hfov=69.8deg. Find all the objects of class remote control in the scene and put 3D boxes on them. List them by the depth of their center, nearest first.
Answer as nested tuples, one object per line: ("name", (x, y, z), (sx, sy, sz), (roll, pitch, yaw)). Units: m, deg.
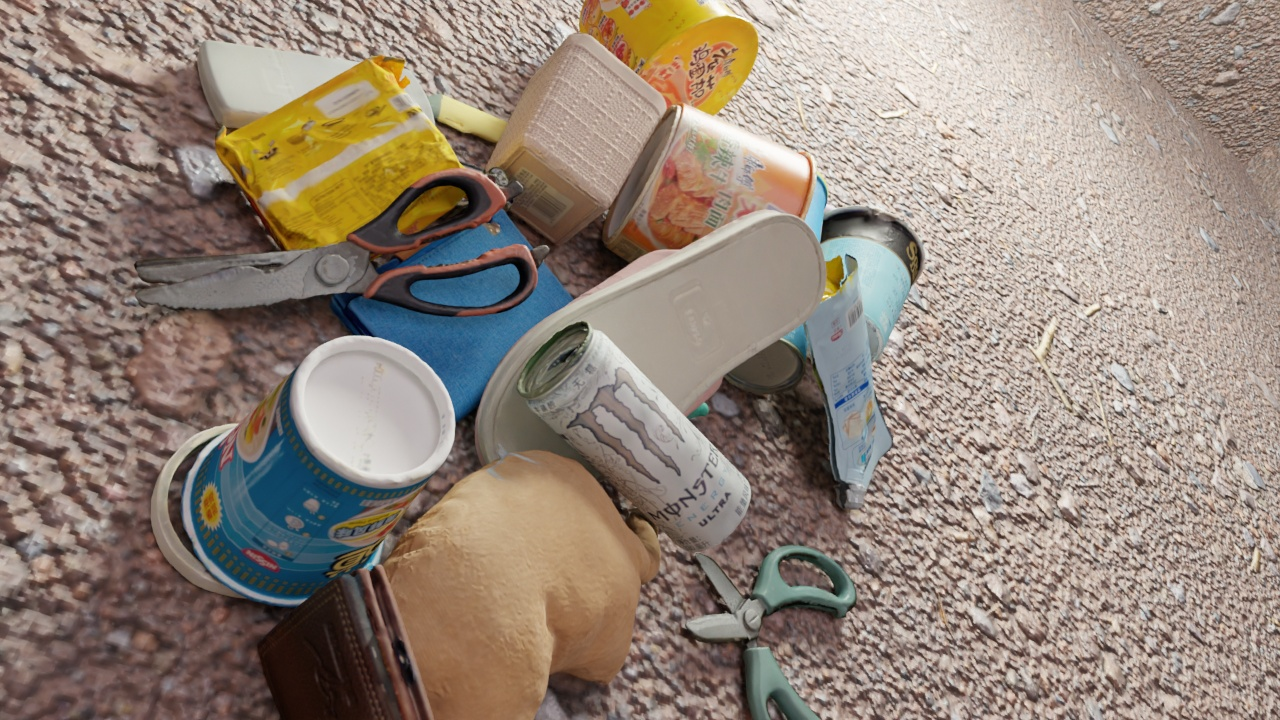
("remote control", (-0.208, -0.173, 0.602), (0.149, 0.021, 0.058), (-6, 65, -44))

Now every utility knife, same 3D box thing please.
("utility knife", (-0.069, -0.161, 0.721), (0.219, 0.022, 0.030), (15, 56, -26))

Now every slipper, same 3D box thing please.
("slipper", (0.009, -0.011, 0.591), (0.273, 0.054, 0.114), (-35, 110, -21))

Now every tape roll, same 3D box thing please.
("tape roll", (-0.188, 0.071, 0.442), (0.085, 0.014, 0.085), (23, 47, -28))

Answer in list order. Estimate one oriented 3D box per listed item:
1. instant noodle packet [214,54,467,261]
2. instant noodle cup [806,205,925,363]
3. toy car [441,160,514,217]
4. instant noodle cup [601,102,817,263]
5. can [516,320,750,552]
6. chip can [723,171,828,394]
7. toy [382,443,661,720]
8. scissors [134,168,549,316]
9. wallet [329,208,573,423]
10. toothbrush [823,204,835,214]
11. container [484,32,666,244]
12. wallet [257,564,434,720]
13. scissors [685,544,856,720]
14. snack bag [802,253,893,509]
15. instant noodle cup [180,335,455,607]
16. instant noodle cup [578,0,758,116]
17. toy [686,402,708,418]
("instant noodle packet", (-0.170, -0.113, 0.547), (0.128, 0.044, 0.111), (-36, 92, -24))
("instant noodle cup", (0.186, -0.059, 0.812), (0.111, 0.111, 0.120), (38, 50, -13))
("toy car", (-0.128, -0.116, 0.616), (0.090, 0.042, 0.035), (11, 76, -31))
("instant noodle cup", (0.046, -0.117, 0.700), (0.111, 0.152, 0.151), (26, 45, -14))
("can", (-0.001, 0.046, 0.526), (0.146, 0.058, 0.058), (46, 39, -23))
("chip can", (0.113, -0.074, 0.764), (0.071, 0.071, 0.209), (32, 48, -20))
("toy", (-0.050, 0.112, 0.485), (0.225, 0.083, 0.143), (-31, 112, -51))
("scissors", (-0.158, -0.066, 0.509), (0.206, 0.015, 0.192), (32, 73, -25))
("wallet", (-0.109, -0.031, 0.568), (0.106, 0.040, 0.132), (50, 48, -2))
("toothbrush", (0.139, -0.173, 0.917), (0.189, 0.029, 0.021), (17, 91, -35))
("container", (-0.052, -0.157, 0.667), (0.090, 0.090, 0.110), (36, 57, -20))
("wallet", (-0.114, 0.156, 0.376), (0.032, 0.101, 0.124), (-9, 67, -43))
("scissors", (0.102, 0.198, 0.603), (0.170, 0.019, 0.179), (4, 59, -42))
("snack bag", (0.163, 0.021, 0.720), (0.110, 0.039, 0.191), (-55, 135, -52))
("instant noodle cup", (-0.137, 0.045, 0.410), (0.099, 0.110, 0.099), (24, 46, -27))
("instant noodle cup", (0.018, -0.281, 0.809), (0.137, 0.138, 0.109), (-13, 62, -46))
("toy", (-0.004, 0.004, 0.648), (0.096, 0.030, 0.091), (1, 56, -32))
